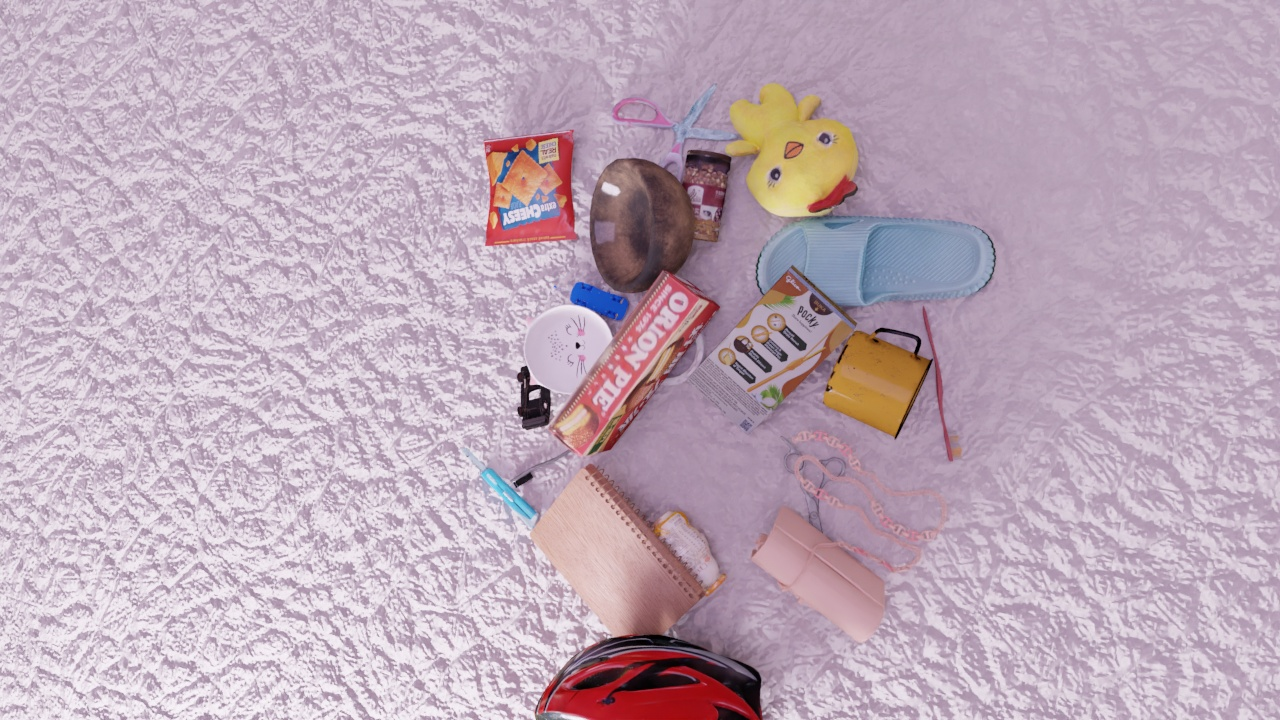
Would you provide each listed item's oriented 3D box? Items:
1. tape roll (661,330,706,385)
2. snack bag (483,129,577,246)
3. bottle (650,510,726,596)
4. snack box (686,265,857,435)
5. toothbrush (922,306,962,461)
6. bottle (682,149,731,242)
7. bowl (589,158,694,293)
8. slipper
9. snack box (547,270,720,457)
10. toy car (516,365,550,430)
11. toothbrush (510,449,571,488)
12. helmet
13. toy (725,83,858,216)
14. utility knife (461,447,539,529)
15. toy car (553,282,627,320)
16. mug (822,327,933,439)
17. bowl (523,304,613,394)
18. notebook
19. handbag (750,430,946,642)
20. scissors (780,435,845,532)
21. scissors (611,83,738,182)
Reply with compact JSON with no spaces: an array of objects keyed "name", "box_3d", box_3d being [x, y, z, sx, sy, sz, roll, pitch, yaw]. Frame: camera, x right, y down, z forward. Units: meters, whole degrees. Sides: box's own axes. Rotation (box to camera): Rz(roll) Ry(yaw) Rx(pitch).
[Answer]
[{"name":"tape roll","box_3d":[0.037,-0.016,1.166,0.094,0.018,0.094,0,89,17]},{"name":"snack bag","box_3d":[-0.146,-0.227,1.215,0.131,0.039,0.144,-2,88,16]},{"name":"bottle","box_3d":[0.057,0.239,1.130,0.063,0.063,0.109,-46,78,11]},{"name":"snack box","box_3d":[0.153,-0.010,1.088,0.101,0.031,0.186,42,116,2]},{"name":"toothbrush","box_3d":[0.351,0.026,1.073,0.016,0.015,0.184,-11,84,13]},{"name":"bottle","box_3d":[0.077,-0.202,1.134,0.056,0.056,0.105,11,96,17]},{"name":"bowl","box_3d":[0.005,-0.164,1.121,0.162,0.070,0.162,15,107,58]},{"name":"slipper","box_3d":[0.270,-0.118,1.074,0.276,0.069,0.116,1,86,16]},{"name":"snack box","box_3d":[-0.007,0.006,1.109,0.060,0.113,0.236,39,99,13]},{"name":"toy car","box_3d":[-0.136,0.047,1.200,0.040,0.037,0.092,-14,59,17]},{"name":"toothbrush","box_3d":[-0.102,0.123,1.206,0.167,0.012,0.013,-32,88,14]},{"name":"helmet","box_3d":[0.014,0.408,1.068,0.272,0.218,0.166,7,58,7]},{"name":"toy","box_3d":[0.181,-0.248,1.096,0.134,0.092,0.207,-32,70,7]},{"name":"utility knife","box_3d":[-0.191,0.169,1.232,0.149,0.015,0.022,40,96,16]},{"name":"toy car","box_3d":[-0.067,-0.082,1.202,0.092,0.062,0.033,20,91,-14]},{"name":"mug","box_3d":[0.272,0.015,1.046,0.094,0.100,0.124,25,124,18]},{"name":"bowl","box_3d":[-0.089,-0.017,1.178,0.115,0.050,0.115,0,98,1]},{"name":"notebook","box_3d":[-0.031,0.248,1.141,0.210,0.022,0.170,47,128,13]},{"name":"handbag","box_3d":[0.225,0.193,1.039,0.199,0.116,0.187,37,102,7]},{"name":"scissors","box_3d":[0.199,0.174,1.112,0.120,0.014,0.160,22,93,6]},{"name":"scissors","box_3d":[0.039,-0.278,1.176,0.170,0.013,0.175,11,90,13]}]
